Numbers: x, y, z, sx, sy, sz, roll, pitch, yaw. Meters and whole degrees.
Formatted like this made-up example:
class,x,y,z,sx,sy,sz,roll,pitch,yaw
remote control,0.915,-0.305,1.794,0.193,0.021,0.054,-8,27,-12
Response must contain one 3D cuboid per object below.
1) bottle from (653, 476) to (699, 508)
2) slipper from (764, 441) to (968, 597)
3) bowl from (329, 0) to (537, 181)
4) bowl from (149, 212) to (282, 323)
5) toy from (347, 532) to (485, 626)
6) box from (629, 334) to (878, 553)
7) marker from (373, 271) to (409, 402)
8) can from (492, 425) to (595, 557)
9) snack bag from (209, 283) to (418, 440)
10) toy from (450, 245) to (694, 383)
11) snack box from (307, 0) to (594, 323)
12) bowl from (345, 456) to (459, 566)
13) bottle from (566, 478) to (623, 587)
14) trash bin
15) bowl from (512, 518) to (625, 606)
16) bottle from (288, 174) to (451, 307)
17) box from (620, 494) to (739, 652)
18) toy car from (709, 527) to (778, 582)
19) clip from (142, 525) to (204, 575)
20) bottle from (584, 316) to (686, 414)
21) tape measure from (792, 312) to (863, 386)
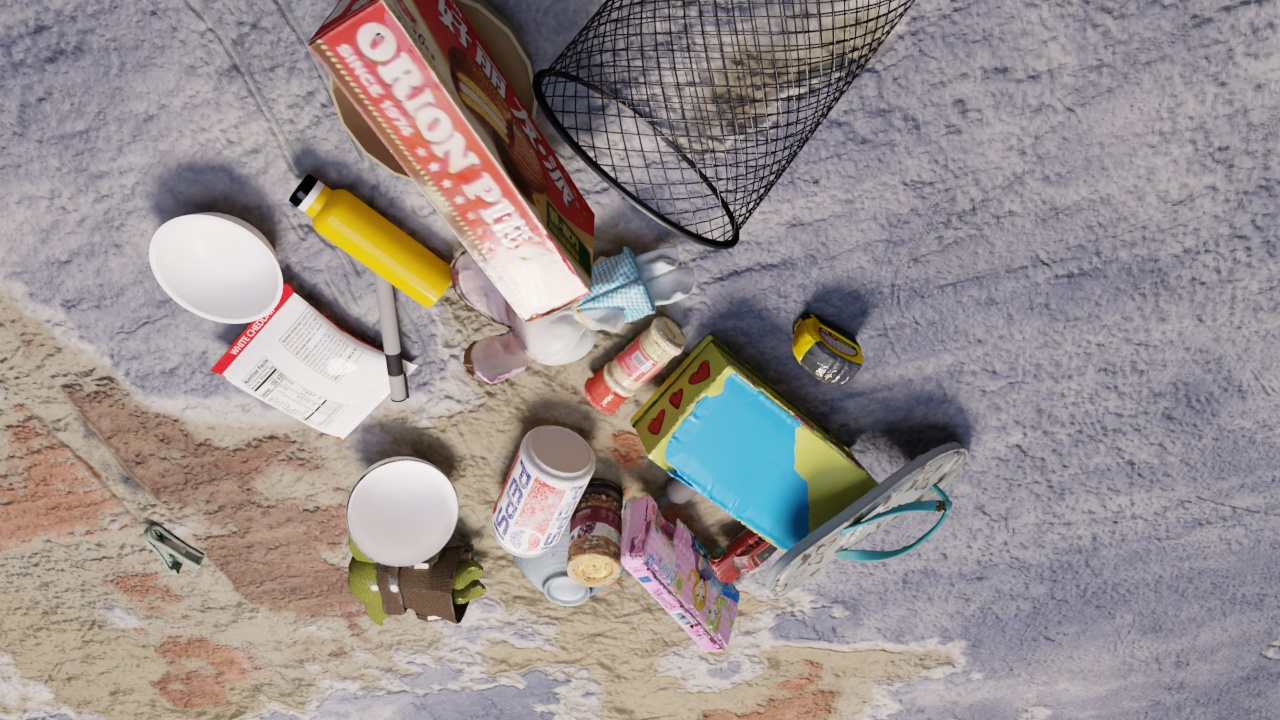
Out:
class,x,y,z,sx,sy,sz,roll,pitch,yaw
bottle,0.050,0.131,0.975,0.113,0.030,0.030,-37,120,27
slipper,0.237,0.157,0.887,0.268,0.054,0.098,-25,142,-24
bowl,-0.151,-0.210,0.690,0.152,0.050,0.153,1,129,1
bowl,-0.361,-0.088,0.798,0.110,0.040,0.110,1,129,1
toy,-0.255,0.246,1.043,0.153,0.078,0.180,7,129,6
box,0.111,0.089,0.892,0.221,0.080,0.124,36,101,-22
marker,-0.231,-0.025,0.848,0.016,0.016,0.141,1,119,0
can,-0.103,0.137,0.952,0.078,0.078,0.136,17,127,-13
snack bag,-0.311,0.009,0.875,0.144,0.039,0.131,35,117,-29
toy,-0.052,-0.051,0.809,0.205,0.131,0.106,-17,158,4
snack box,-0.115,-0.149,0.632,0.060,0.113,0.236,-23,125,17
bowl,-0.252,0.153,0.963,0.113,0.063,0.113,-3,97,-21
bottle,-0.047,0.181,0.969,0.056,0.105,0.056,0,129,0
trash bin,0.064,-0.214,0.610,0.184,0.183,0.211,32,117,-22
bowl,-0.082,0.242,1.050,0.137,0.057,0.137,1,129,1
bottle,-0.229,-0.103,0.782,0.143,0.043,0.043,37,120,-25
box,0.050,0.239,1.009,0.053,0.084,0.230,-16,134,20
toy car,0.119,0.212,1.022,0.091,0.036,0.042,-36,126,0
clip,-0.546,0.218,1.062,0.059,0.023,0.076,-17,129,12
bottle,-0.005,0.005,0.867,0.044,0.044,0.109,34,121,-24
tape measure,0.170,-0.007,0.840,0.065,0.064,0.037,24,124,-17
